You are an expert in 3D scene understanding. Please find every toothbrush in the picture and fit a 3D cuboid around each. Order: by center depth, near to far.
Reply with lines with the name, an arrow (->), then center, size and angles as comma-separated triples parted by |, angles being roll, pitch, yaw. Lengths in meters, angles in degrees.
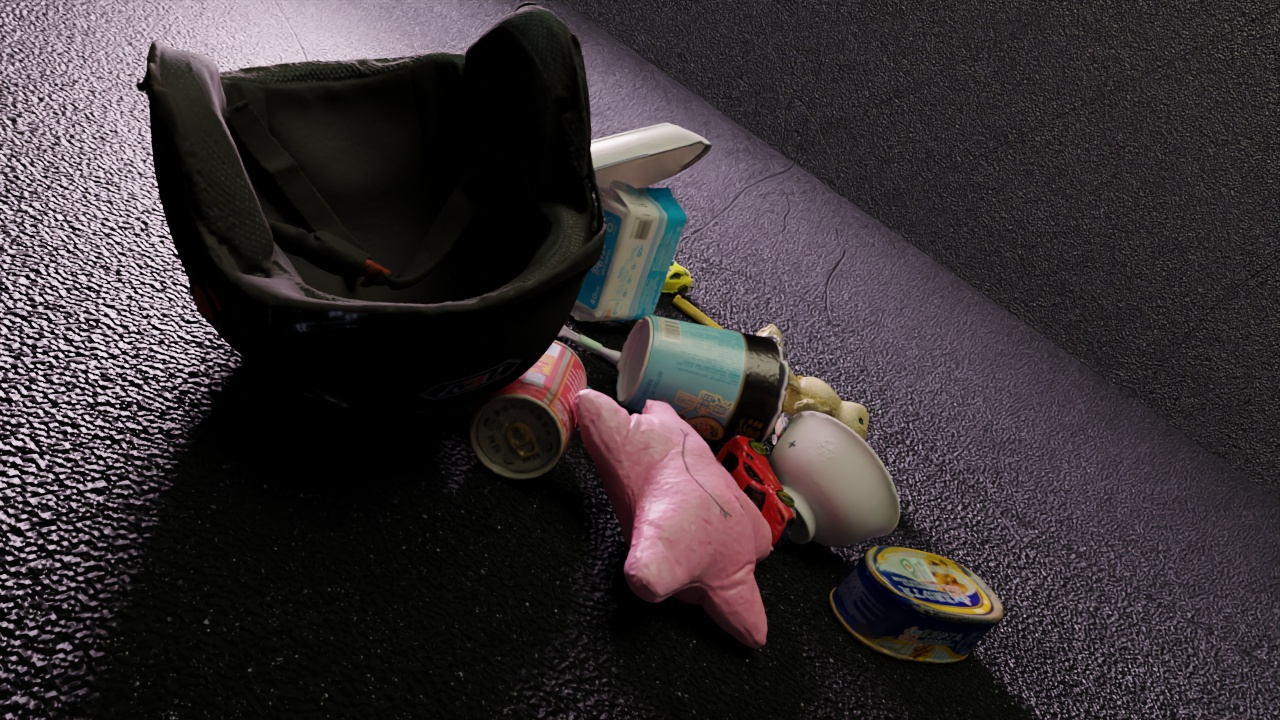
toothbrush -> -0.005, 0.005, 0.827 | 0.189, 0.029, 0.021 | 27, -15, -16
toothbrush -> 0.117, -0.018, 1.041 | 0.190, 0.017, 0.015 | 36, 21, 8

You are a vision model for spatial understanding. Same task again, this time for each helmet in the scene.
helmet -> -0.143, -0.077, 0.537 | 0.233, 0.231, 0.274 | -17, 51, -23

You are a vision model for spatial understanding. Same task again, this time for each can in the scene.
can -> -0.074, 0.031, 0.613 | 0.066, 0.067, 0.093 | 29, 22, -8
can -> 0.210, 0.184, 0.694 | 0.148, 0.049, 0.074 | 17, 27, -35

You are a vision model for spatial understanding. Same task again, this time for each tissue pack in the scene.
tissue pack -> -0.018, -0.101, 0.878 | 0.063, 0.140, 0.089 | 31, 22, 35

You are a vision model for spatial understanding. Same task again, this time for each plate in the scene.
plate -> -0.059, -0.173, 0.866 | 0.265, 0.162, 0.034 | -21, 90, -22

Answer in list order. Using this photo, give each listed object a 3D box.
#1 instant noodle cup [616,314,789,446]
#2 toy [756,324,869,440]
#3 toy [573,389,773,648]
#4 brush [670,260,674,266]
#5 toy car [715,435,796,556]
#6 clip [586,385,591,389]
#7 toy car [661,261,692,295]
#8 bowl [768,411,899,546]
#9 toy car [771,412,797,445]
instant noodle cup -> 0.046, 0.016, 0.775 | 0.120, 0.111, 0.111 | 16, 26, -16
toy -> 0.169, 0.031, 0.926 | 0.157, 0.066, 0.105 | 51, -1, 6
toy -> 0.030, 0.094, 0.604 | 0.178, 0.075, 0.194 | 32, 26, -41
brush -> -0.034, -0.176, 1.118 | 0.083, 0.046, 0.254 | 21, 19, -44
toy car -> 0.084, 0.102, 0.699 | 0.031, 0.049, 0.106 | 19, 25, -28
clip -> -0.034, 0.039, 0.721 | 0.056, 0.014, 0.040 | 42, 23, 25
toy car -> 0.023, -0.103, 1.076 | 0.048, 0.032, 0.105 | 45, 26, 27
bowl -> 0.137, 0.106, 0.721 | 0.064, 0.118, 0.118 | -34, 61, -24
toy car -> 0.167, 0.084, 0.867 | 0.090, 0.035, 0.042 | 30, 23, -7
